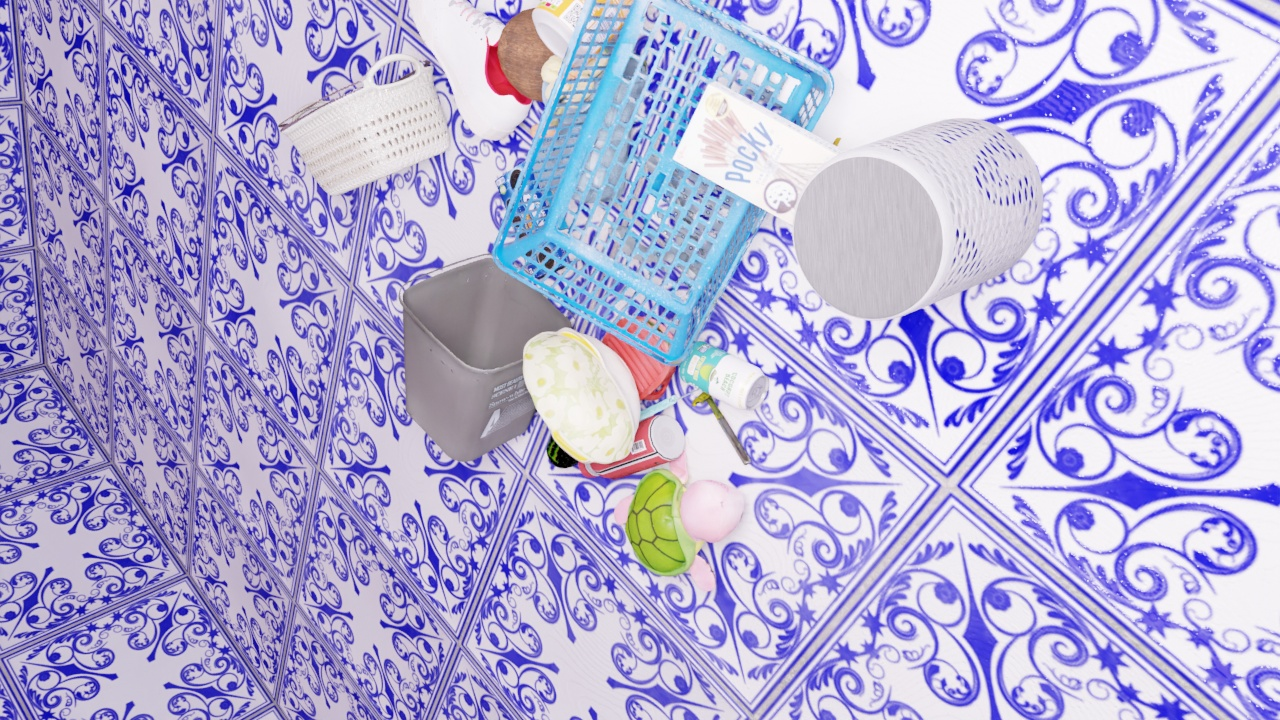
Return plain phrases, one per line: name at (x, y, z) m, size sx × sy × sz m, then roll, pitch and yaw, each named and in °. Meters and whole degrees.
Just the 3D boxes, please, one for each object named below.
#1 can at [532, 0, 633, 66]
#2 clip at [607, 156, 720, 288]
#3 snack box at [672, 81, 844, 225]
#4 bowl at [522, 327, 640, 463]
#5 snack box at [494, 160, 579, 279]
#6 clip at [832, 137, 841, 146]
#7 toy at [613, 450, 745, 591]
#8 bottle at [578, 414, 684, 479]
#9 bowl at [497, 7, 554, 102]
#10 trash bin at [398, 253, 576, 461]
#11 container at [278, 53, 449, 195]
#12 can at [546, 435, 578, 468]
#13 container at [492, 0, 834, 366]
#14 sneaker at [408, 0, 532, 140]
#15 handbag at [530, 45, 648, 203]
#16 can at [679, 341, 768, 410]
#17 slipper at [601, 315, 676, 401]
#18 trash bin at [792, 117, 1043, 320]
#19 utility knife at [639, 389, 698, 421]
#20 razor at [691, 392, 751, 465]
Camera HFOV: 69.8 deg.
can at (-0.045, -0.392, 0.988) m, size 0.079 × 0.142 × 0.079 m, roll 39°, pitch 172°, yaw 7°
clip at (0.037, -0.177, 1.084) m, size 0.173 × 0.030 × 0.165 m, roll 30°, pitch 128°, yaw 30°
snack box at (0.114, -0.196, 0.882) m, size 0.150 × 0.026 × 0.082 m, roll 29°, pitch 121°, yaw 4°
bowl at (-0.063, 0.036, 1.156) m, size 0.188 × 0.060 × 0.220 m, roll 36°, pitch 140°, yaw 24°
snack box at (-0.140, -0.192, 1.247) m, size 0.082 × 0.027 × 0.150 m, roll -20°, pitch 93°, yaw 45°
clip at (0.190, -0.196, 0.927) m, size 0.046 × 0.048 × 0.054 m, roll 15°, pitch 130°, yaw -13°
toy at (0.045, 0.208, 1.192) m, size 0.239 × 0.087 × 0.190 m, roll -20°, pitch 75°, yaw 50°
bottle at (-0.020, 0.123, 1.235) m, size 0.177 × 0.062 × 0.062 m, roll -25°, pitch 89°, yaw 46°
bowl at (-0.125, -0.375, 1.121) m, size 0.102 × 0.026 × 0.114 m, roll -38°, pitch 92°, yaw 13°
trash bin at (-0.232, 0.005, 1.306) m, size 0.197 × 0.196 × 0.221 m, roll 42°, pitch 137°, yaw 22°
container at (-0.392, -0.336, 1.328) m, size 0.252 × 0.184 × 0.143 m, roll -5°, pitch 115°, yaw 46°
can at (-0.096, 0.104, 1.289) m, size 0.054 × 0.053 × 0.138 m, roll 51°, pitch 147°, yaw 16°
container at (0.018, -0.203, 0.983) m, size 0.257 × 0.089 × 0.363 m, roll 30°, pitch 121°, yaw 4°
sneaker at (-0.209, -0.413, 1.186) m, size 0.105 × 0.090 × 0.236 m, roll -26°, pitch 86°, yaw 37°
handbag at (-0.071, -0.283, 1.081) m, size 0.122 × 0.118 × 0.192 m, roll 31°, pitch 118°, yaw 29°
can at (0.098, 0.018, 1.087) m, size 0.102 × 0.054 × 0.055 m, roll 28°, pitch 124°, yaw 33°
slipper at (-0.007, 0.007, 1.180) m, size 0.103 × 0.059 × 0.249 m, roll 56°, pitch 151°, yaw 7°
trash bin at (0.240, -0.124, 0.804) m, size 0.157 × 0.182 × 0.157 m, roll 18°, pitch 118°, yaw 38°
utility knife at (0.023, 0.058, 1.162) m, size 0.148 × 0.022 × 0.015 m, roll -29°, pitch 97°, yaw 43°
razor at (0.105, 0.083, 1.126) m, size 0.026 × 0.042 × 0.106 m, roll -27°, pitch 97°, yaw 43°
